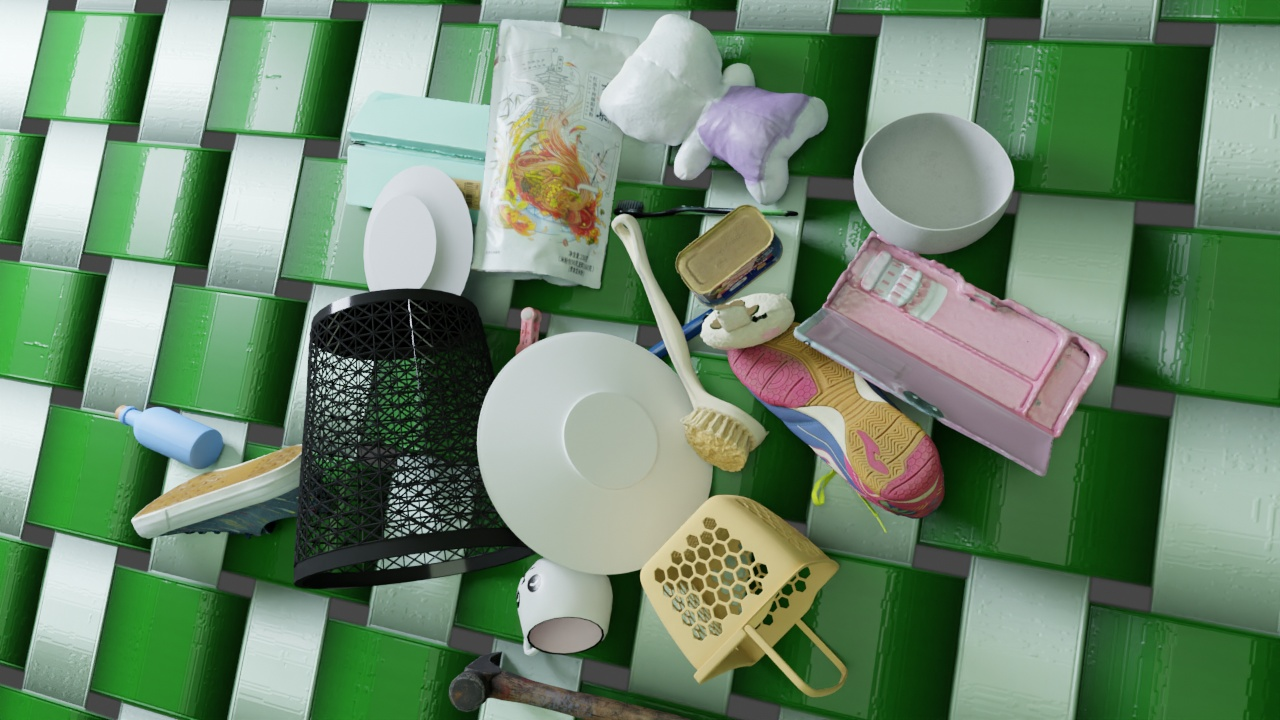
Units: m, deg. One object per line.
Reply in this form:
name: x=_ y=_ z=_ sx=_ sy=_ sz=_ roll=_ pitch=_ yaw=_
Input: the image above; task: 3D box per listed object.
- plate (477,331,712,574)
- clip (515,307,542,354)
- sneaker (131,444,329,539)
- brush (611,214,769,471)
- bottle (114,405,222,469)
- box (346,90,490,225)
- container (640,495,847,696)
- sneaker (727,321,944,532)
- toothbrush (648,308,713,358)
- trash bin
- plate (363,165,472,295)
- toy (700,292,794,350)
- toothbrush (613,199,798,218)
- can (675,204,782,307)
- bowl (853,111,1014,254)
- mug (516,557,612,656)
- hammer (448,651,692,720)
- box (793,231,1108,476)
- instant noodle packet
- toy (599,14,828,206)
plate: x=-0.031 y=0.075 z=0.830 sx=0.229 sy=0.030 sz=0.229 roll=9 pitch=66 yaw=-21
clip: x=-0.111 y=-0.025 z=0.950 sx=0.023 sy=0.041 sz=0.059 roll=7 pitch=95 yaw=20
sneaker: x=-0.440 y=0.161 z=0.987 sx=0.236 sy=0.087 sz=0.079 roll=-18 pitch=110 yaw=17
brush: x=0.036 y=-0.020 z=0.870 sx=0.062 sy=0.077 sz=0.272 roll=-37 pitch=75 yaw=45
bottle: x=-0.539 y=0.080 z=1.037 sx=0.131 sy=0.048 sz=0.048 roll=19 pitch=88 yaw=17
box: x=-0.232 y=-0.222 z=0.994 sx=0.187 sy=0.056 sz=0.138 roll=10 pitch=79 yaw=18
container: x=0.108 y=0.206 z=0.769 sx=0.129 sy=0.183 sz=0.167 roll=-47 pitch=66 yaw=5
sneaker: x=0.170 y=0.056 z=0.832 sx=0.116 sy=0.091 sz=0.242 roll=-44 pitch=54 yaw=-1
toothbrush: x=-0.005 y=0.005 z=0.912 sx=0.190 sy=0.017 sz=0.016 roll=-33 pitch=77 yaw=9
trash bin: x=-0.221 y=0.075 z=0.873 sx=0.217 sy=0.217 sz=0.243 roll=-14 pitch=73 yaw=13
plate: x=-0.243 y=-0.118 z=0.961 sx=0.173 sy=0.019 sz=0.173 roll=0 pitch=90 yaw=36
toy: x=0.096 y=-0.037 z=0.831 sx=0.087 sy=0.112 sz=0.050 roll=-16 pitch=97 yaw=22
toothbrush: x=0.063 y=-0.151 z=0.915 sx=0.188 sy=0.014 sz=0.017 roll=3 pitch=76 yaw=16
can: x=0.085 y=-0.099 z=0.879 sx=0.100 sy=0.059 sz=0.054 roll=-38 pitch=75 yaw=9
bowl: x=0.259 y=-0.152 z=0.825 sx=0.132 sy=0.064 sz=0.131 roll=-2 pitch=63 yaw=3
mug: x=-0.080 y=0.236 z=0.874 sx=0.124 sy=0.090 sz=0.076 roll=-49 pitch=32 yaw=35
hammer: x=-0.002 y=0.327 z=0.842 sx=0.330 sy=0.120 sz=0.033 roll=12 pitch=87 yaw=7
box: x=0.264 y=-0.003 z=0.805 sx=0.233 sy=0.075 sz=0.172 roll=33 pitch=59 yaw=17
instant noodle packet: x=-0.089 y=-0.214 z=0.938 sx=0.147 sy=0.057 sz=0.269 roll=7 pitch=86 yaw=-6
toy: x=0.066 y=-0.244 z=0.893 sx=0.209 sy=0.085 sz=0.137 roll=32 pitch=93 yaw=12
